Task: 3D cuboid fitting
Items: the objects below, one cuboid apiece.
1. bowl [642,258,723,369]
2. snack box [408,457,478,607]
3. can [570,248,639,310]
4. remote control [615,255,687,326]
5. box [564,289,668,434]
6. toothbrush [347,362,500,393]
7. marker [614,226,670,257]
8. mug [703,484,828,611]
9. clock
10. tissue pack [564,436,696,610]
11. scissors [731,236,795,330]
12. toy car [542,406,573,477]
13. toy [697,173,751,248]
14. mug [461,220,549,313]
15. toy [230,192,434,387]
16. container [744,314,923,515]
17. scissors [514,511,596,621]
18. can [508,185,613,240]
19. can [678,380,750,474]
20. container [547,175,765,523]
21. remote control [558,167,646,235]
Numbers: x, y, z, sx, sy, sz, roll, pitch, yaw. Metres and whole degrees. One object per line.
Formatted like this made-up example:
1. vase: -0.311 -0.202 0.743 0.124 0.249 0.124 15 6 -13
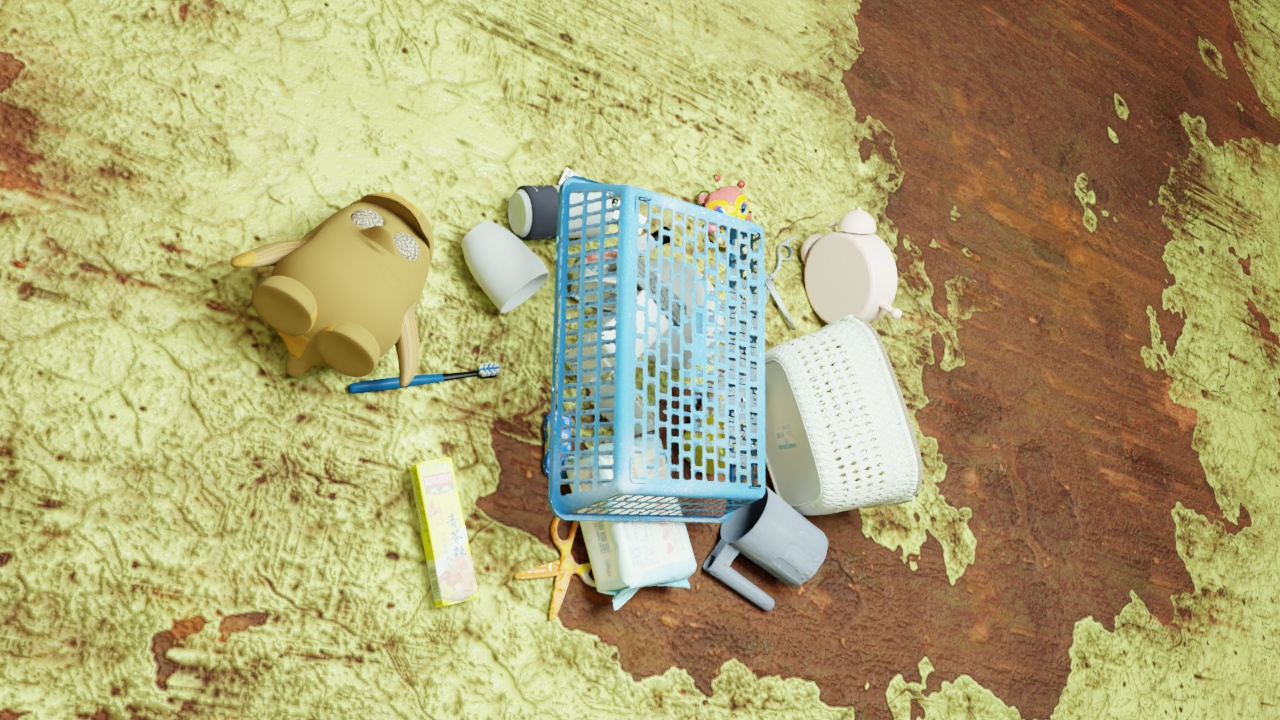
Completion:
1. bowl: 0.050 -0.066 1.162 0.149 0.043 0.149 10 69 -27
2. snack box: -0.203 0.176 0.943 0.040 0.029 0.148 -7 77 -32
3. can: -0.039 -0.095 1.095 0.086 0.086 0.043 16 68 -25
4. remote control: 0.015 -0.085 1.080 0.136 0.013 0.033 40 54 -43
5. box: -0.012 0.015 1.061 0.137 0.109 0.125 48 57 -6
6. toothbrush: -0.231 0.020 0.990 0.167 0.014 0.014 -7 66 -32
7. marker: -0.006 -0.142 1.167 0.125 0.025 0.025 -30 89 -34
8. mug: 0.150 0.228 1.107 0.104 0.084 0.124 38 83 -16
9. clock: 0.278 -0.114 1.256 0.086 0.131 0.160 -3 75 -31
10. tissue pack: -0.010 0.177 1.023 0.111 0.070 0.181 -5 76 -45
11. scissors: 0.184 -0.117 1.274 0.141 0.014 0.173 44 56 -7
12. toy car: -0.083 0.080 1.025 0.033 0.062 0.092 9 69 -27
13. toy: 0.118 -0.196 1.246 0.084 0.046 0.103 12 72 -33
14. mug: -0.151 -0.115 1.057 0.089 0.071 0.107 50 28 4
15. toy: -0.278 -0.090 0.922 0.198 0.163 0.202 38 48 -17
16. container: 0.234 0.076 1.145 0.142 0.185 0.246 -13 79 -22
17. scissors: -0.076 0.227 1.010 0.127 0.011 0.125 26 62 -20
18. can: -0.091 -0.179 1.107 0.127 0.064 0.064 -8 78 -32
19. can: 0.098 0.081 1.125 0.067 0.068 0.104 41 58 -12
20. container: 0.035 -0.010 0.982 0.256 0.089 0.362 8 78 -38
21. remote control: -0.049 -0.201 1.170 0.124 0.012 0.028 30 61 -18
